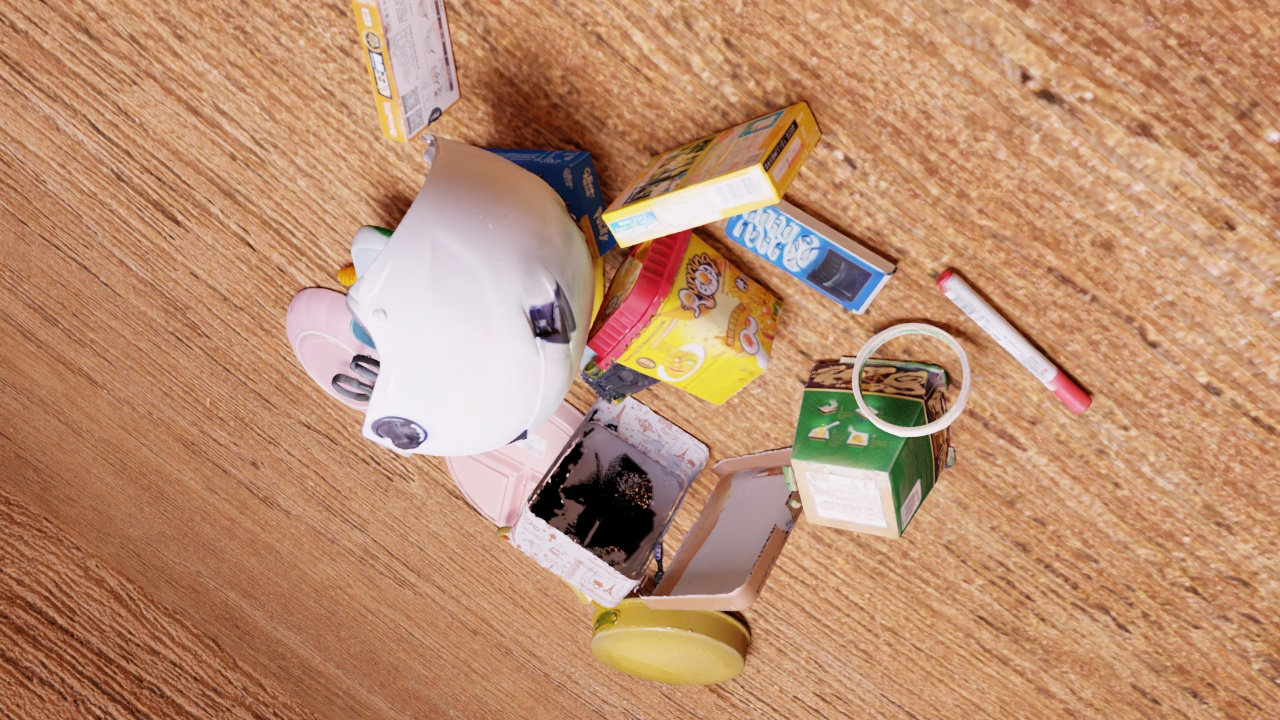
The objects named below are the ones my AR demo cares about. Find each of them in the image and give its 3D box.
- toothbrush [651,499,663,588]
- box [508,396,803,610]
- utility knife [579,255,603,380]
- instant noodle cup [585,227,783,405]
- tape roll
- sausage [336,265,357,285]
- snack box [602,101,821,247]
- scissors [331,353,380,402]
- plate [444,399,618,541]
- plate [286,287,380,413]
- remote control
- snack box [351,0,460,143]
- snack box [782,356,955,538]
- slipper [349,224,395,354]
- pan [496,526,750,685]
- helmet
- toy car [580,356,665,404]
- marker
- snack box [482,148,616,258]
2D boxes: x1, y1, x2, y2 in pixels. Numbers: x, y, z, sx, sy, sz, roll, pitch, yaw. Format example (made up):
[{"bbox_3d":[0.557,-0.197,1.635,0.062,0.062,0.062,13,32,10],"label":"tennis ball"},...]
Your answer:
[{"bbox_3d":[0.018,0.218,1.076,0.014,0.016,0.189,17,137,21],"label":"toothbrush"},{"bbox_3d":[0.022,0.140,0.864,0.270,0.179,0.136,13,136,27],"label":"box"},{"bbox_3d":[-0.048,-0.059,0.836,0.033,0.015,0.224,21,137,16],"label":"utility knife"},{"bbox_3d":[0.038,-0.034,0.735,0.123,0.116,0.116,30,143,-13],"label":"instant noodle cup"},{"bbox_3d":[0.202,0.014,0.686,0.086,0.085,0.014,9,168,28],"label":"tape roll"},{"bbox_3d":[-0.264,-0.094,0.948,0.165,0.021,0.021,-3,128,38],"label":"sausage"},{"bbox_3d":[0.048,-0.128,0.641,0.141,0.086,0.034,-8,125,40],"label":"snack box"},{"bbox_3d":[-0.275,0.045,1.062,0.164,0.014,0.164,-1,143,11],"label":"scissors"},{"bbox_3d":[-0.129,0.123,1.040,0.230,0.028,0.230,14,126,19],"label":"plate"},{"bbox_3d":[-0.348,0.001,1.091,0.192,0.038,0.193,19,139,18],"label":"plate"},{"bbox_3d":[0.125,-0.083,0.682,0.125,0.024,0.049,32,141,4],"label":"remote control"},{"bbox_3d":[-0.175,-0.247,0.684,0.026,0.075,0.154,18,138,18],"label":"snack box"},{"bbox_3d":[0.183,0.077,0.743,0.118,0.105,0.118,5,134,31],"label":"snack box"},{"bbox_3d":[-0.240,-0.042,0.918,0.104,0.074,0.246,18,151,5],"label":"slipper"},{"bbox_3d":[-0.026,0.300,1.110,0.357,0.078,0.198,29,139,-24],"label":"pan"},{"bbox_3d":[-0.110,-0.034,0.701,0.146,0.228,0.259,9,135,2],"label":"helmet"},{"bbox_3d":[-0.005,0.005,0.859,0.107,0.031,0.049,-25,121,34],"label":"toy car"},{"bbox_3d":[0.269,-0.013,0.660,0.145,0.017,0.017,41,141,-7],"label":"marker"},{"bbox_3d":[-0.098,-0.134,0.771,0.157,0.026,0.085,10,132,35],"label":"snack box"}]
